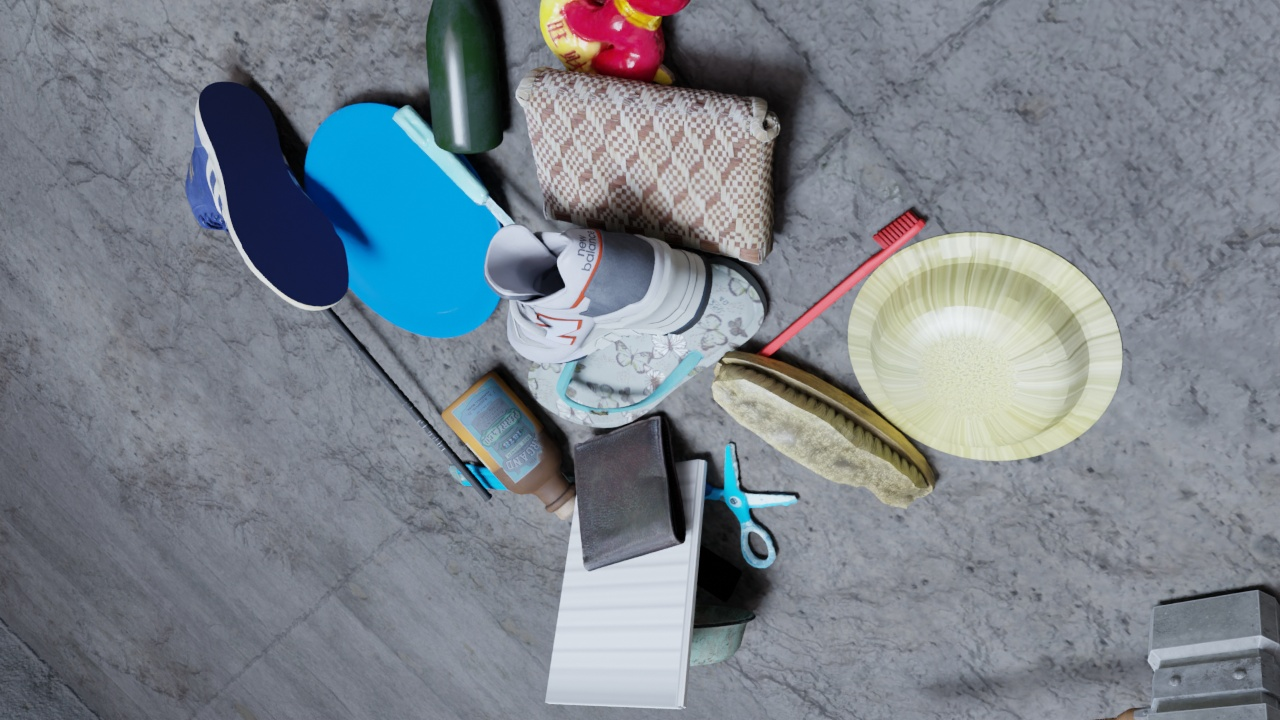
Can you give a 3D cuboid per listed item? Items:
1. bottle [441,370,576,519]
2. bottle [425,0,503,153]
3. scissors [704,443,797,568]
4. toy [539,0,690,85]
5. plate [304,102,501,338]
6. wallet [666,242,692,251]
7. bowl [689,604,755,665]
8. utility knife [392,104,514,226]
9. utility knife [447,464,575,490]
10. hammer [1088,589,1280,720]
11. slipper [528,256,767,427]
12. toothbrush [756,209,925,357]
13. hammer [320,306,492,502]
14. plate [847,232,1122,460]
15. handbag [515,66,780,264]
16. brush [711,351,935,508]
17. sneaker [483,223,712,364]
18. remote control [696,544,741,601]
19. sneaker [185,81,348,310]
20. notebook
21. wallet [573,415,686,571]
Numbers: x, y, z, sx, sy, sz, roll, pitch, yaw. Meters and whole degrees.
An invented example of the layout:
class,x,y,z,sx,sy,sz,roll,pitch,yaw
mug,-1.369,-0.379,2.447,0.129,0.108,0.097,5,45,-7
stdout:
class,x,y,z,sx,sy,sz,roll,pitch,yaw
bottle,-0.117,0.088,0.891,0.157,0.067,0.068,49,132,-6
bottle,-0.135,-0.247,0.689,0.055,0.055,0.174,16,126,22
scissors,0.079,0.131,0.837,0.140,0.011,0.134,7,123,29
toy,-0.011,-0.230,0.621,0.105,0.067,0.138,47,141,-14
plate,-0.211,-0.125,0.835,0.224,0.024,0.225,16,126,22
wallet,0.027,-0.128,0.694,0.091,0.018,0.116,47,130,-4
bowl,0.029,0.257,0.859,0.158,0.157,0.038,-6,80,34
utility knife,-0.142,-0.145,0.750,0.166,0.015,0.022,47,132,-1
utility knife,-0.113,0.123,0.948,0.222,0.015,0.031,-3,122,30
hammer,0.316,0.281,0.689,0.319,0.162,0.083,-27,104,40
slipper,-0.005,0.005,0.778,0.270,0.054,0.098,-27,108,39
toothbrush,0.130,-0.043,0.690,0.018,0.012,0.213,44,132,-2
hammer,-0.258,0.023,0.930,0.015,0.095,0.325,-36,103,10
plate,0.231,0.004,0.642,0.184,0.036,0.185,16,127,22
handbag,0.009,-0.140,0.650,0.186,0.046,0.124,15,141,19
brush,0.143,0.055,0.721,0.195,0.043,0.059,31,132,3
sneaker,-0.066,-0.059,0.698,0.124,0.088,0.240,19,161,-38
remote control,0.026,0.176,0.880,0.150,0.034,0.013,32,131,6
sneaker,-0.360,-0.126,0.855,0.119,0.091,0.233,-36,81,48
notebook,-0.012,0.194,0.808,0.143,0.209,0.009,-12,148,34
wallet,-0.012,0.118,0.818,0.100,0.119,0.031,-22,152,25
